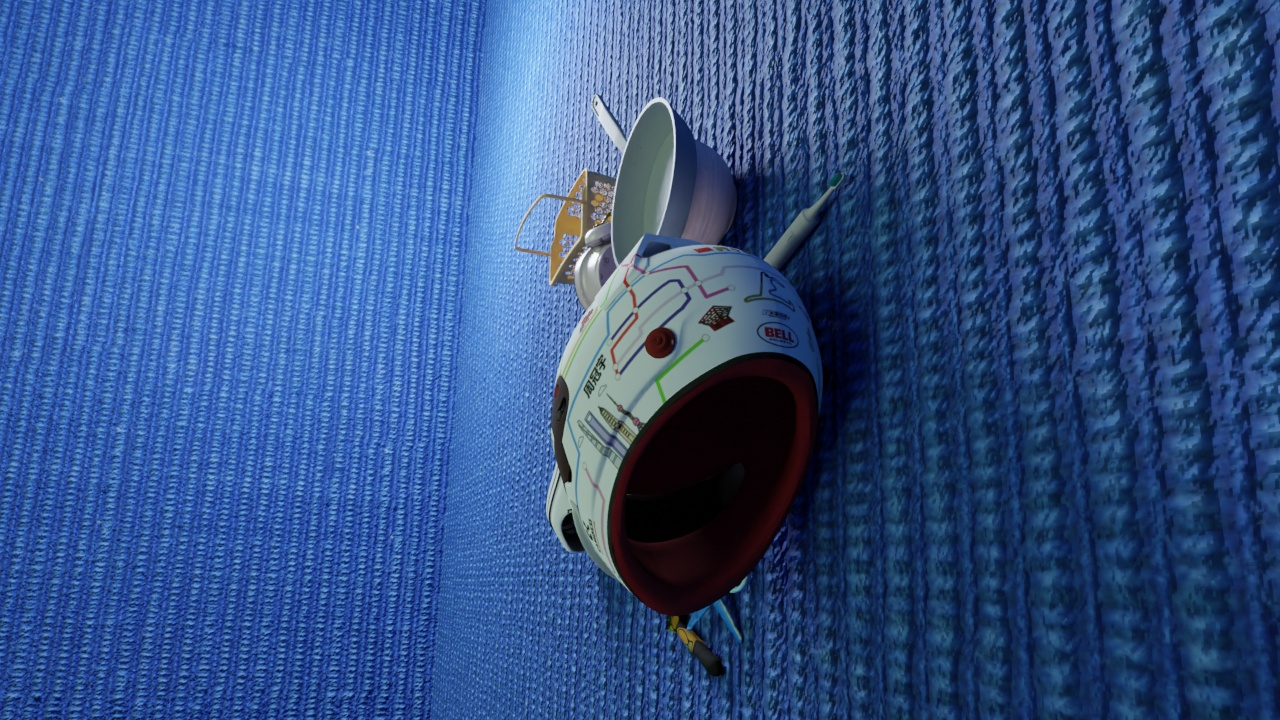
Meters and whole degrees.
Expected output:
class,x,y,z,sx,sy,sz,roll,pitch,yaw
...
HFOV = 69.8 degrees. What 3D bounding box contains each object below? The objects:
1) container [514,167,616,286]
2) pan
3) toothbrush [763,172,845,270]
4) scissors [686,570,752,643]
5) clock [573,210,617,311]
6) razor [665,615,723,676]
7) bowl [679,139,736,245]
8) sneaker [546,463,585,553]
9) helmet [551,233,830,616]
class,x,y,z,sx,sy,sz,roll,pitch,yaw
container,-0.102,-0.205,1.423,0.184,0.167,0.129,136,137,-62
pan,-0.006,-0.242,1.103,0.356,0.050,0.201,-108,32,-51
toothbrush,0.150,-0.121,0.896,0.188,0.019,0.018,125,144,-54
scissors,0.077,0.237,0.956,0.125,0.013,0.131,58,132,30
clock,-0.026,-0.129,1.268,0.059,0.116,0.157,-11,73,59
razor,0.058,0.309,1.018,0.144,0.021,0.044,-151,69,-67
bowl,0.065,-0.184,1.076,0.153,0.076,0.153,-174,90,-70
sneaker,-0.074,0.189,1.345,0.097,0.091,0.246,57,135,45
helmet,0.033,0.042,0.851,0.236,0.230,0.315,47,121,56
